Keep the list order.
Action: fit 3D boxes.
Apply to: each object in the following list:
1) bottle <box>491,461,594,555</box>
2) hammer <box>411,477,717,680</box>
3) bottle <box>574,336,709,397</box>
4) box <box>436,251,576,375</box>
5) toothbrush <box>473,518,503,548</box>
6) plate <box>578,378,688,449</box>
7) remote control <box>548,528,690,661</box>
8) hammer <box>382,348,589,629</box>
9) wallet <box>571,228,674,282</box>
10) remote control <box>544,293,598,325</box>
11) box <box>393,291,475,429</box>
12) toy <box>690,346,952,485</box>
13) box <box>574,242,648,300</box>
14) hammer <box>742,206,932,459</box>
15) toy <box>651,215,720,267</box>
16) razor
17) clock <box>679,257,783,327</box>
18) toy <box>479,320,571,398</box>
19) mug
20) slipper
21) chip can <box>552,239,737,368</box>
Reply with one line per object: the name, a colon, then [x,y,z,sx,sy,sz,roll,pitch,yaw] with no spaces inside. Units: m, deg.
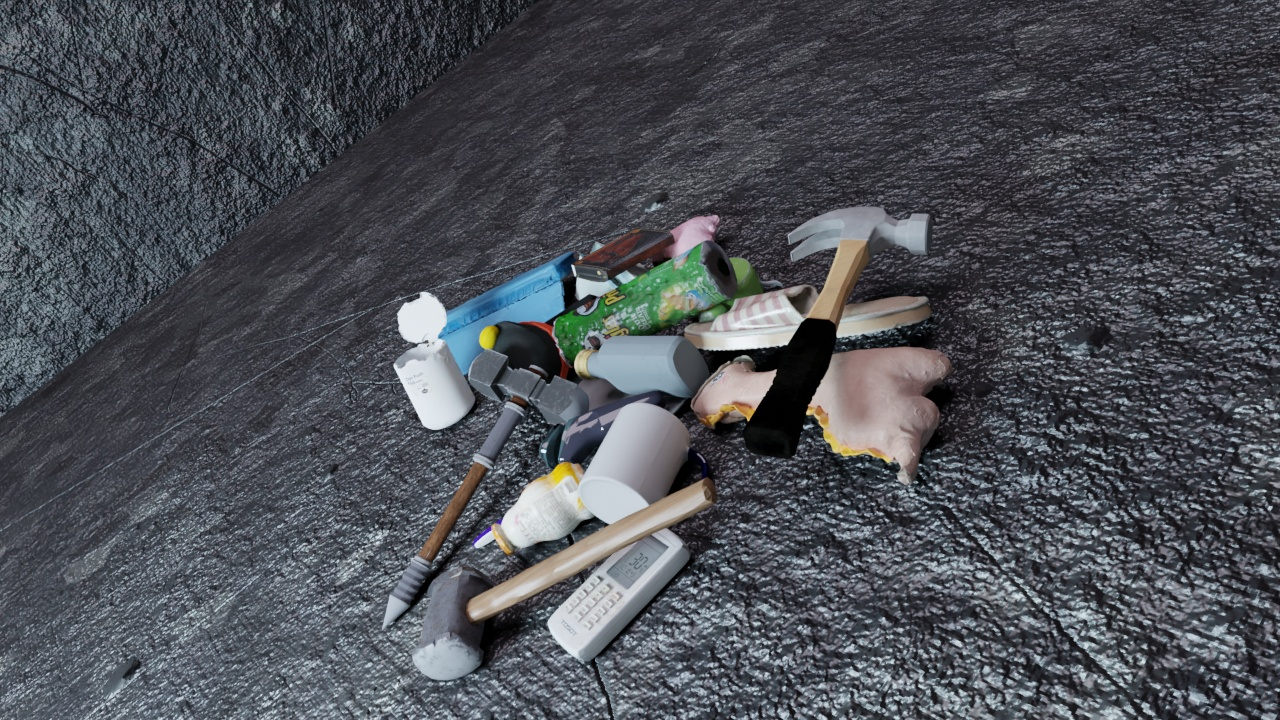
bottle: [-0.095,0.150,0.915,0.108,0.063,0.063,-33,31,-3]
hammer: [-0.072,0.184,0.815,0.329,0.052,0.097,-31,29,20]
bottle: [-0.006,0.006,1.002,0.161,0.072,0.046,1,50,43]
box: [-0.203,-0.070,1.322,0.232,0.066,0.172,-23,35,20]
toothbrush: [-0.098,0.146,0.972,0.187,0.015,0.016,-32,30,3]
plate: [-0.009,0.038,1.045,0.179,0.012,0.178,-23,32,16]
remote control: [-0.018,0.202,0.810,0.138,0.025,0.060,-43,32,-16]
hammer: [-0.190,0.143,1.000,0.156,0.043,0.321,21,68,23]
wallet: [-0.022,-0.136,1.173,0.122,0.019,0.072,-34,30,-33]
remote control: [-0.101,-0.046,1.188,0.150,0.034,0.013,-28,60,39]
box: [-0.279,0.000,1.210,0.085,0.160,0.118,-15,24,17]
toy: [0.148,0.047,0.843,0.265,0.065,0.195,-10,33,36]
box: [-0.032,-0.083,1.206,0.096,0.085,0.199,-62,28,11]
hammer: [0.166,-0.038,0.832,0.131,0.039,0.327,7,43,27]
toy: [0.065,-0.156,1.214,0.093,0.050,0.102,-50,32,-21]
razor: [-0.039,0.072,0.972,0.143,0.047,0.052,-24,60,6]
clock: [0.096,-0.078,1.084,0.119,0.042,0.094,-38,30,-8]
toy: [-0.129,-0.005,1.139,0.100,0.097,0.119,10,19,31]
mug: [0.010,0.106,0.882,0.112,0.079,0.096,16,50,17]
slipper: [0.164,-0.050,0.944,0.264,0.052,0.114,-5,11,33]
chip can: [0.004,-0.061,1.056,0.224,0.075,0.075,-26,30,30]
